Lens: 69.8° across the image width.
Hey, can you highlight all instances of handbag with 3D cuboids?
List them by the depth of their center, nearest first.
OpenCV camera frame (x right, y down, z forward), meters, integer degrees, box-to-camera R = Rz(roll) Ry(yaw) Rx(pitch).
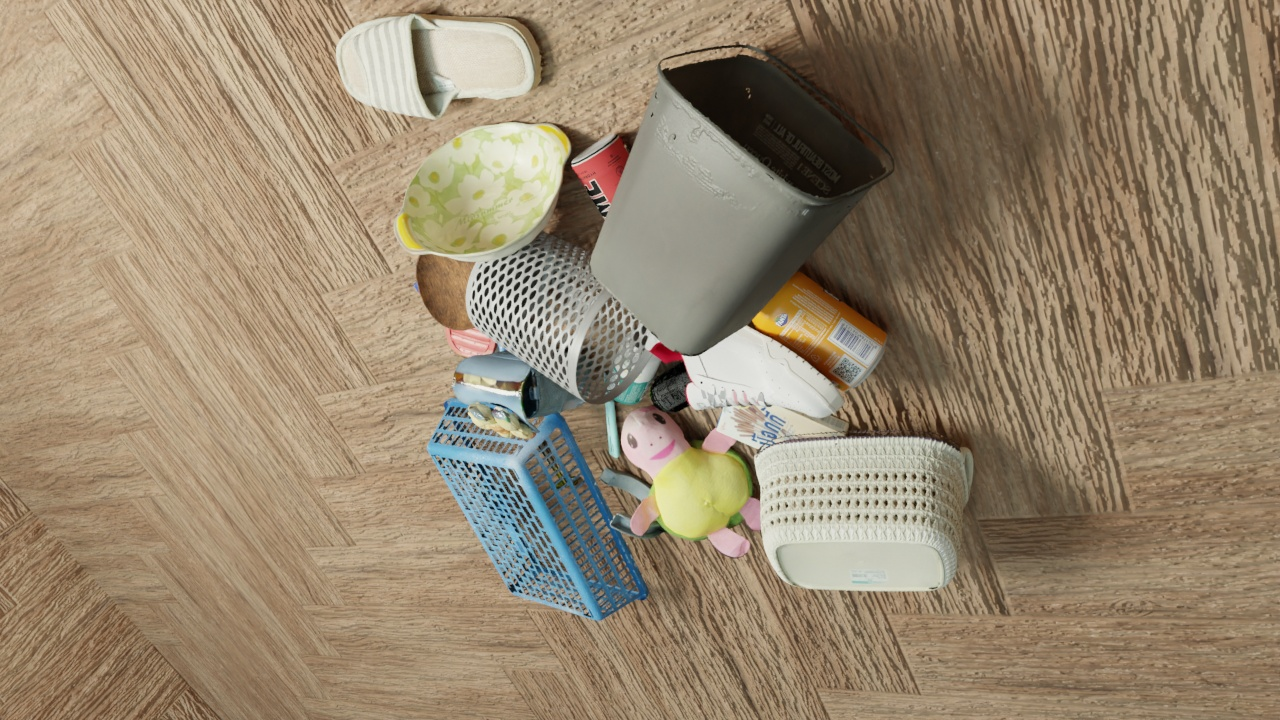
[{"bbox_3d":[-0.146,0.043,1.165,0.122,0.191,0.118,8,96,23],"label":"handbag"}]

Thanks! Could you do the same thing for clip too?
[{"bbox_3d":[0.011,0.217,1.250,0.172,0.164,0.031,28,110,2],"label":"clip"}]

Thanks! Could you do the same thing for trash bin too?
[{"bbox_3d":[0.079,-0.142,0.868,0.197,0.196,0.221,44,131,14],"label":"trash bin"},{"bbox_3d":[-0.091,-0.059,1.066,0.183,0.156,0.157,29,135,28],"label":"trash bin"}]

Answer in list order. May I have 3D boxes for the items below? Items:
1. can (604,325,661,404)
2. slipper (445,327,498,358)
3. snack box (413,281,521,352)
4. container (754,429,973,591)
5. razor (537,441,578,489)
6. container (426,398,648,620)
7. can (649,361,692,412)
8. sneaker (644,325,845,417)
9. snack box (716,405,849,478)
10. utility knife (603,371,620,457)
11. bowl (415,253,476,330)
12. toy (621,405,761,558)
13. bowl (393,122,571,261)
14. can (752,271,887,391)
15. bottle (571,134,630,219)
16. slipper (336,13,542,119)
[{"bbox_3d":[-0.007,0.007,1.156,0.055,0.054,0.102,30,133,6],"label":"can"},{"bbox_3d":[-0.197,-0.120,1.161,0.103,0.059,0.249,20,117,16],"label":"slipper"},{"bbox_3d":[-0.233,-0.066,1.245,0.082,0.027,0.150,-29,106,40],"label":"snack box"},{"bbox_3d":[0.253,0.176,1.058,0.252,0.143,0.185,-4,141,21],"label":"container"},{"bbox_3d":[-0.136,0.145,1.360,0.043,0.026,0.106,-15,112,39],"label":"razor"},{"bbox_3d":[-0.163,0.231,1.362,0.258,0.089,0.362,2,126,41],"label":"container"},{"bbox_3d":[0.072,0.021,1.124,0.138,0.053,0.054,-30,106,41],"label":"can"},{"bbox_3d":[0.103,0.018,1.008,0.237,0.104,0.090,33,178,26],"label":"sneaker"},{"bbox_3d":[0.173,0.082,1.134,0.150,0.026,0.082,24,133,11],"label":"snack box"},{"bbox_3d":[-0.040,0.075,1.257,0.022,0.015,0.148,38,143,44],"label":"utility knife"},{"bbox_3d":[-0.227,-0.095,1.135,0.102,0.026,0.114,-4,110,26],"label":"bowl"},{"bbox_3d":[0.066,0.160,1.208,0.238,0.087,0.190,42,96,-6],"label":"toy"},{"bbox_3d":[-0.168,-0.178,1.034,0.188,0.219,0.060,53,174,33],"label":"bowl"},{"bbox_3d":[0.191,-0.035,0.997,0.142,0.078,0.079,35,134,0],"label":"can"},{"bbox_3d":[-0.006,-0.160,1.021,0.062,0.062,0.176,-18,114,37],"label":"bottle"},{"bbox_3d":[-0.234,-0.331,1.027,0.273,0.053,0.114,4,121,26],"label":"slipper"}]
